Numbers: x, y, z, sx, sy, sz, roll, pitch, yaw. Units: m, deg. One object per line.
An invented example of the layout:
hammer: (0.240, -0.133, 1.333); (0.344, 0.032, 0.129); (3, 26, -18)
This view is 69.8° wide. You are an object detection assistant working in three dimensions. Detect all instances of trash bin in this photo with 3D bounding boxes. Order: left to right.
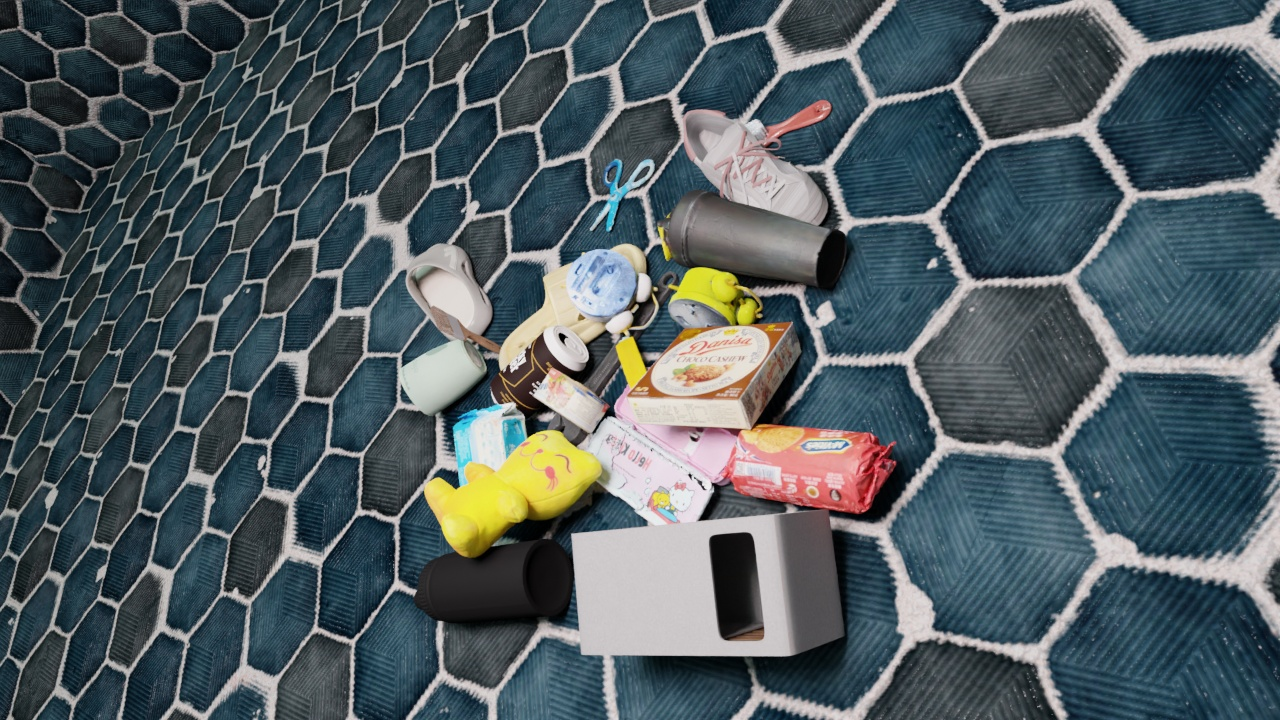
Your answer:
trash bin: (0.060, 0.211, 0.869); (0.229, 0.114, 0.114); (-13, 78, 35)

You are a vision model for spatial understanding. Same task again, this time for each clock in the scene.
clock: (-0.036, -0.085, 1.167); (0.125, 0.052, 0.088); (32, 79, 7)
clock: (0.088, -0.066, 1.069); (0.119, 0.083, 0.057); (2, 59, 44)

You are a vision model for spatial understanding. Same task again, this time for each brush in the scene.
brush: (-0.235, -0.035, 1.280); (0.008, 0.143, 0.045); (-41, 53, 14)
brush: (0.163, -0.298, 1.188); (0.173, 0.030, 0.040); (-21, 53, 30)

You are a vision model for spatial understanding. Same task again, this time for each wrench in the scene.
wrench: (-0.034, -0.002, 1.181); (0.073, 0.018, 0.273); (33, 86, 46)

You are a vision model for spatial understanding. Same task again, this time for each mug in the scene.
mug: (-0.284, 0.014, 1.346); (0.104, 0.084, 0.111); (-32, 18, 8)

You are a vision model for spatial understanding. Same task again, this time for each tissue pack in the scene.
tissue pack: (-0.185, 0.129, 1.176); (0.093, 0.061, 0.144); (-17, 78, 33)

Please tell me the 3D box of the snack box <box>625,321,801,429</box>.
snack box: (0.082, 0.015, 1.001); (0.143, 0.041, 0.146); (-1, 33, 37)

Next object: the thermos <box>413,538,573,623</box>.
thermos: (-0.183, 0.265, 1.089); (0.199, 0.086, 0.086); (-15, 55, 34)

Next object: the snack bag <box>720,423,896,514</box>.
snack bag: (0.164, 0.107, 0.903); (0.177, 0.082, 0.082); (3, 66, 42)

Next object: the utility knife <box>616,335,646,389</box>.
utility knife: (-0.007, 0.006, 1.106); (0.030, 0.017, 0.159); (-24, 33, 2)

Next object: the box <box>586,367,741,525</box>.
box: (0.026, 0.102, 1.051); (0.201, 0.037, 0.152); (31, 88, 46)

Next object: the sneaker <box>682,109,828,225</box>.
sneaker: (0.126, -0.235, 1.115); (0.099, 0.089, 0.236); (-52, 53, 11)

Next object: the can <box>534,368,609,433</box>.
can: (-0.084, 0.049, 1.116); (0.086, 0.086, 0.043); (27, 81, 46)

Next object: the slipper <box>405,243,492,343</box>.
slipper: (-0.319, -0.119, 1.452); (0.113, 0.080, 0.265); (-48, 44, 11)

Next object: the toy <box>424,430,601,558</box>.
toy: (-0.144, 0.158, 1.066); (0.193, 0.087, 0.134); (-28, 29, -23)

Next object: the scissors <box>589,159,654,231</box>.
scissors: (-0.041, -0.245, 1.345); (0.140, 0.013, 0.118); (-54, 44, 2)

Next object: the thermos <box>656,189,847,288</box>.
thermos: (0.123, -0.138, 1.063); (0.221, 0.098, 0.098); (20, 78, 34)

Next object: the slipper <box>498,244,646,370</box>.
slipper: (-0.106, -0.068, 1.241); (0.262, 0.079, 0.111); (-38, 49, 16)

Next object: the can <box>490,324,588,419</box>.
can: (-0.134, 0.017, 1.203); (0.129, 0.072, 0.071); (-41, 44, 24)
